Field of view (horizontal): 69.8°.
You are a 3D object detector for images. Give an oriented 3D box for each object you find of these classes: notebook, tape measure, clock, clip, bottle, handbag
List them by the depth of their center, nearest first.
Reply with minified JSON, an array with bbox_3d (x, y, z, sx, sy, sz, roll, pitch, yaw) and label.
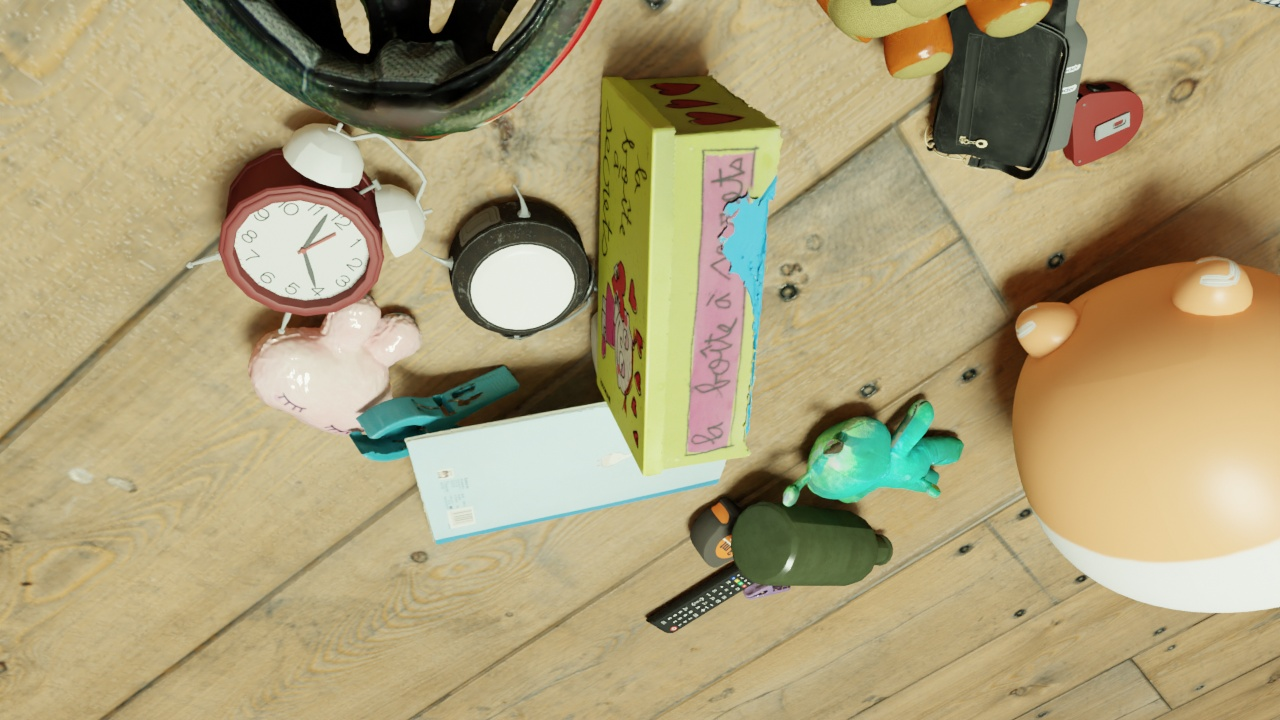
[{"bbox_3d":[-0.192,-0.082,0.547,0.138,0.048,0.096,-33,131,14],"label":"clock"},{"bbox_3d":[0.223,-0.175,0.578,0.079,0.054,0.129,7,134,19],"label":"handbag"},{"bbox_3d":[0.272,-0.193,0.598,0.030,0.030,0.113,-15,132,-4],"label":"bottle"},{"bbox_3d":[-0.077,-0.055,0.608,0.091,0.043,0.123,-32,131,12],"label":"clock"},{"bbox_3d":[0.324,-0.170,0.641,0.051,0.019,0.059,-24,132,5],"label":"tape measure"},{"bbox_3d":[-0.143,0.037,0.649,0.119,0.027,0.103,-11,138,-45],"label":"clip"},{"bbox_3d":[-0.045,0.081,0.718,0.253,0.009,0.181,-10,148,-12],"label":"notebook"},{"bbox_3d":[0.076,0.158,0.845,0.059,0.038,0.058,-44,130,4],"label":"tape measure"},{"bbox_3d":[0.171,0.172,0.849,0.206,0.071,0.072,15,126,-46],"label":"bottle"},{"bbox_3d":[0.134,0.234,0.943,0.051,0.014,0.045,-38,132,13],"label":"clip"}]

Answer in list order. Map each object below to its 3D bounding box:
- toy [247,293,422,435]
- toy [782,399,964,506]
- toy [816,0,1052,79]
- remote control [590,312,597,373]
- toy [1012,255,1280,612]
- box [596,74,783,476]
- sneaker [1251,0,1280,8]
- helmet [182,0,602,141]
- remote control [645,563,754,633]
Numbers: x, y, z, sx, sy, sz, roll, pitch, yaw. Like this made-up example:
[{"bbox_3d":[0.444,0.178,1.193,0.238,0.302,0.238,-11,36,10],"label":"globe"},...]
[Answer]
[{"bbox_3d":[-0.201,0.001,0.618,0.105,0.053,0.108,-47,137,8],"label":"toy"},{"bbox_3d":[0.211,0.093,0.809,0.193,0.072,0.131,6,128,-33],"label":"toy"},{"bbox_3d":[0.139,-0.224,0.493,0.176,0.096,0.112,35,146,-31],"label":"toy"},{"bbox_3d":[-0.004,0.004,0.691,0.060,0.028,0.114,-15,133,-3],"label":"remote control"},{"bbox_3d":[0.422,0.046,0.707,0.264,0.264,0.281,-18,122,44],"label":"toy"},{"bbox_3d":[0.021,-0.054,0.565,0.080,0.124,0.221,-9,124,-13],"label":"box"},{"bbox_3d":[0.322,-0.251,0.494,0.269,0.132,0.103,12,127,-24],"label":"sneaker"},{"bbox_3d":[-0.101,-0.227,0.361,0.217,0.166,0.272,3,123,7],"label":"helmet"},{"bbox_3d":[0.070,0.232,0.920,0.147,0.015,0.033,-36,130,15],"label":"remote control"}]
